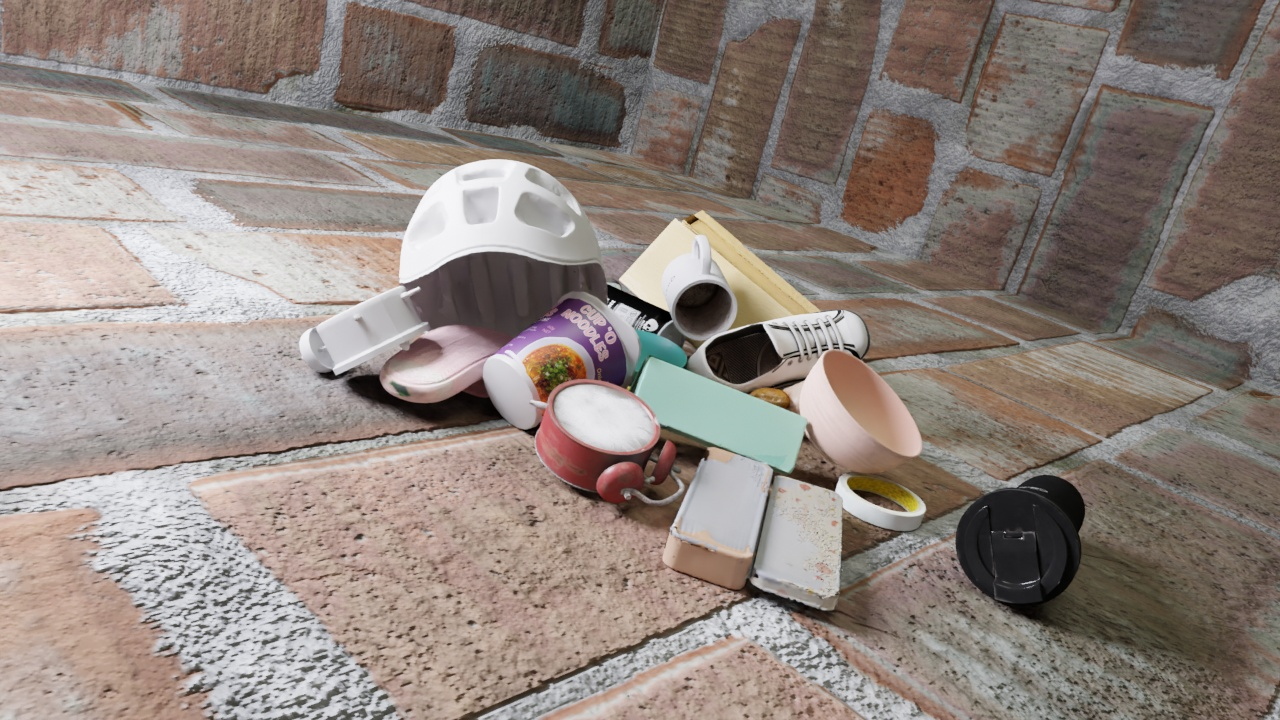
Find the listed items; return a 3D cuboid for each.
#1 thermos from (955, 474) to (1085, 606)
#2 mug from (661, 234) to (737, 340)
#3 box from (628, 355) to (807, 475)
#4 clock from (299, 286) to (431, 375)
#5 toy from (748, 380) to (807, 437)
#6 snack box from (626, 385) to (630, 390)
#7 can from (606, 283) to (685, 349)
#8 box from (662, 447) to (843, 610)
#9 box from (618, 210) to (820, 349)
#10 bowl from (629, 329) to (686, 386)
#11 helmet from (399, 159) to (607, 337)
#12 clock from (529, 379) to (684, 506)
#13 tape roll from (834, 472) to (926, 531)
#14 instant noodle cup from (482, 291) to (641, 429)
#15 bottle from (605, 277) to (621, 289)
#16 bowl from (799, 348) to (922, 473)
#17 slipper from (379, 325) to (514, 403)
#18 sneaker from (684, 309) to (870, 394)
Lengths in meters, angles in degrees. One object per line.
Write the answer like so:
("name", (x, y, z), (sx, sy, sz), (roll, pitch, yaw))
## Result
("thermos", (0.390, 0.166, 0.913), (0.106, 0.106, 0.218), (25, 15, 28))
("mug", (0.075, -0.100, 1.177), (0.083, 0.120, 0.096), (0, 26, -7))
("box", (0.077, 0.060, 0.988), (0.188, 0.077, 0.080), (20, -14, -9))
("clock", (-0.283, -0.026, 0.946), (0.119, 0.061, 0.160), (-32, 10, -38))
("toy", (0.214, 0.057, 1.126), (0.175, 0.076, 0.133), (1, -16, -17))
("snack box", (-0.043, 0.037, 1.060), (0.061, 0.026, 0.149), (-2, 24, -44))
("can", (-0.017, -0.048, 1.248), (0.146, 0.080, 0.080), (26, 21, 32))
("box", (0.112, 0.149, 0.837), (0.151, 0.043, 0.216), (22, 18, 7))
("box", (0.122, -0.086, 1.296), (0.248, 0.142, 0.184), (43, 36, 22))
("bowl", (-0.007, 0.007, 1.136), (0.121, 0.046, 0.121), (10, 25, -5))
("helmet", (-0.148, -0.100, 1.040), (0.224, 0.283, 0.183), (-4, 54, 8))
("clock", (-0.028, 0.086, 0.859), (0.157, 0.062, 0.109), (38, 35, 27))
("tape roll", (0.254, 0.149, 0.973), (0.094, 0.019, 0.094), (14, 18, -5))
("instant noodle cup", (-0.086, 0.007, 0.949), (0.121, 0.122, 0.137), (-33, 18, -37))
("bottle", (-0.105, -0.104, 1.385), (0.160, 0.056, 0.056), (4, 21, -32))
("bowl", (0.230, 0.068, 1.013), (0.153, 0.076, 0.152), (31, 32, -22))
("slipper", (-0.197, 0.005, 0.986), (0.107, 0.056, 0.221), (19, 20, 17))
("sneaker", (0.173, -0.018, 1.135), (0.245, 0.091, 0.097), (-12, -19, -10))
